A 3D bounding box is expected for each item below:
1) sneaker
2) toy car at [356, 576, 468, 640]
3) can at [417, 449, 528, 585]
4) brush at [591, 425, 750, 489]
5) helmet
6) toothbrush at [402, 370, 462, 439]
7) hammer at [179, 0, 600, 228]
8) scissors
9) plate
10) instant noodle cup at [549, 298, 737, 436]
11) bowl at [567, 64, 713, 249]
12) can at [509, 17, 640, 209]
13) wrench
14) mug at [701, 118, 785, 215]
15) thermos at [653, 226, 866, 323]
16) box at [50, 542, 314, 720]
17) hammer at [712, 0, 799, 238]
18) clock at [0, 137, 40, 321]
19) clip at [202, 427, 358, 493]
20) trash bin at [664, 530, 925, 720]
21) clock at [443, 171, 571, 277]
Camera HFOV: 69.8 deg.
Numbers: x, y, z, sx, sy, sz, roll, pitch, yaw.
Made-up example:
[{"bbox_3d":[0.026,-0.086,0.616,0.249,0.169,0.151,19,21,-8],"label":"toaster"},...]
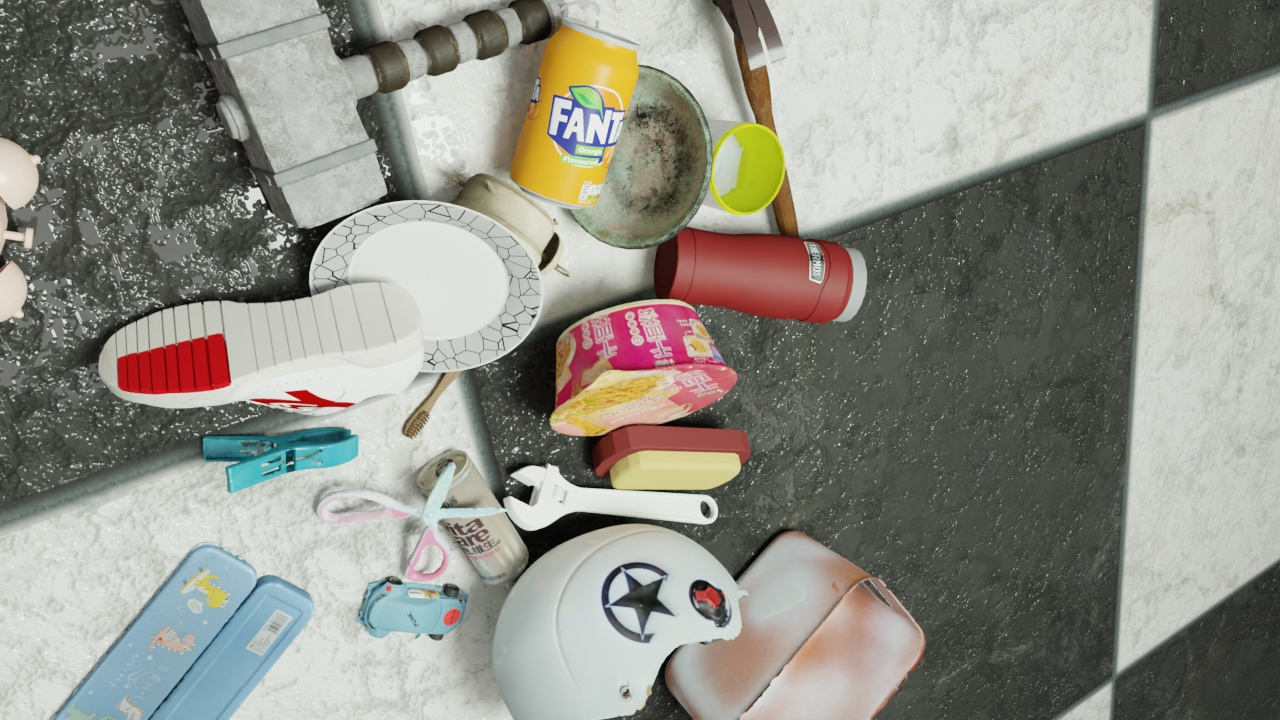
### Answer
[{"bbox_3d":[-0.293,0.010,0.739,0.236,0.090,0.104,-12,143,-17],"label":"sneaker"},{"bbox_3d":[-0.216,0.246,0.893,0.107,0.027,0.060,16,98,-33],"label":"toy car"},{"bbox_3d":[-0.158,0.153,0.879,0.054,0.054,0.136,-35,121,-16],"label":"can"},{"bbox_3d":[0.035,0.105,0.955,0.173,0.082,0.041,5,60,-32],"label":"brush"},{"bbox_3d":[-0.029,0.249,0.909,0.263,0.237,0.163,-23,76,-38],"label":"helmet"},{"bbox_3d":[-0.167,0.003,0.846,0.016,0.016,0.166,37,86,-35],"label":"toothbrush"},{"bbox_3d":[-0.171,-0.244,0.728,0.325,0.079,0.177,-29,119,-25],"label":"hammer"},{"bbox_3d":[-0.211,0.143,0.829,0.173,0.013,0.171,18,129,-15],"label":"scissors"},{"bbox_3d":[-0.176,-0.061,0.769,0.188,0.016,0.189,-4,136,-4],"label":"plate"},{"bbox_3d":[-0.005,0.005,0.859,0.178,0.179,0.077,-3,68,-30],"label":"instant noodle cup"},{"bbox_3d":[-0.001,-0.179,0.817,0.038,0.158,0.157,-21,121,-60],"label":"bowl"},{"bbox_3d":[-0.055,-0.205,0.771,0.079,0.079,0.143,7,115,-32],"label":"can"},{"bbox_3d":[-0.022,0.150,0.966,0.272,0.018,0.066,11,65,-36],"label":"wrench"},{"bbox_3d":[0.072,-0.186,0.865,0.082,0.106,0.083,-11,112,-28],"label":"mug"},{"bbox_3d":[0.116,-0.081,0.926,0.198,0.108,0.083,5,64,-16],"label":"thermos"},{"bbox_3d":[-0.396,0.268,0.800,0.209,0.021,0.125,-52,125,-6],"label":"box"},{"bbox_3d":[0.128,-0.215,0.906,0.033,0.115,0.323,-20,126,0],"label":"hammer"},{"bbox_3d":[-0.486,-0.090,0.591,0.160,0.086,0.131,5,104,-38],"label":"clock"},{"bbox_3d":[-0.304,0.075,0.778,0.120,0.104,0.027,-6,113,-36],"label":"clip"},{"bbox_3d":[0.175,0.353,1.083,0.259,0.157,0.181,-48,123,-9],"label":"trash bin"},{"bbox_3d":[-0.106,-0.114,0.800,0.140,0.093,0.054,38,79,-42],"label":"clock"}]
